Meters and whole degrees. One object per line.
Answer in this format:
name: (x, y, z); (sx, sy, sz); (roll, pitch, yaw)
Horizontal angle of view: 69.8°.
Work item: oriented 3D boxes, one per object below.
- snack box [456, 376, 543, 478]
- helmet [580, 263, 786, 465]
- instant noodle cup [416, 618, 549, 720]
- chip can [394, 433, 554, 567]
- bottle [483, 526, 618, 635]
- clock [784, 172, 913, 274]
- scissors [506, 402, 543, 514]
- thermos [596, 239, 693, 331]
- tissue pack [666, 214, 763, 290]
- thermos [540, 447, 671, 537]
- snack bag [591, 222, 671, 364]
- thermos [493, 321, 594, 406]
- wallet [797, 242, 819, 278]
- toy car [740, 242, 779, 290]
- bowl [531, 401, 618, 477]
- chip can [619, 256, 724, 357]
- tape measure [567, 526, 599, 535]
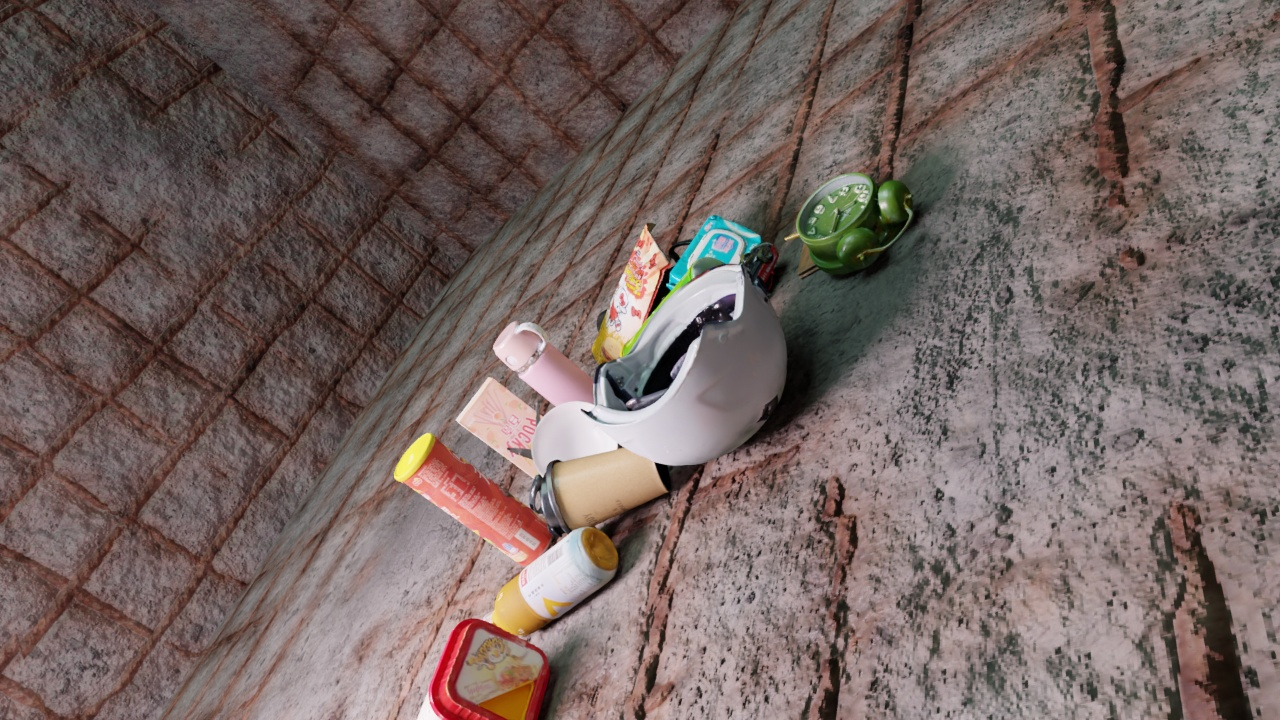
snack box: (-0.190, 0.104, 1.384); (0.084, 0.157, 0.026); (-54, 18, -11)
helmet: (0.070, 0.016, 0.994); (0.230, 0.146, 0.258); (-36, 14, 25)
instant noodle cup: (-0.173, 0.354, 0.965); (0.124, 0.116, 0.116); (-51, 15, 38)
chip can: (-0.211, 0.183, 1.191); (0.073, 0.216, 0.073); (-42, 22, 21)
bottle: (-0.107, 0.260, 1.042); (0.190, 0.068, 0.067); (-40, 21, 25)
clock: (0.245, -0.156, 1.044); (0.116, 0.056, 0.161); (-53, 32, -6)
scissors: (-0.132, 0.131, 1.265); (0.014, 0.181, 0.159); (16, 27, 26)
thermos: (0.026, -0.104, 1.404); (0.243, 0.090, 0.068); (-32, 6, 42)
tissue pack: (0.105, -0.129, 1.263); (0.133, 0.093, 0.050); (-57, -22, -20)
thermos: (-0.041, 0.144, 1.051); (0.143, 0.093, 0.093); (-19, 27, 12)
snack bag: (-0.008, -0.085, 1.341); (0.128, 0.073, 0.208); (-106, 31, -55)
thermos: (-0.114, 0.021, 1.312); (0.087, 0.198, 0.067); (-31, 25, 39)
wallet: (0.243, -0.162, 1.144); (0.101, 0.020, 0.115); (-31, 29, 45)
toy car: (0.144, -0.100, 1.200); (0.053, 0.045, 0.120); (-6, 53, 62)
bowl: (-0.080, 0.119, 1.234); (0.118, 0.118, 0.065); (-51, -20, -4)
chip can: (0.049, -0.050, 1.203); (0.222, 0.072, 0.072); (-48, 14, 50)
tape measure: (-0.070, 0.222, 1.091); (0.057, 0.029, 0.060); (-43, 20, 20)
